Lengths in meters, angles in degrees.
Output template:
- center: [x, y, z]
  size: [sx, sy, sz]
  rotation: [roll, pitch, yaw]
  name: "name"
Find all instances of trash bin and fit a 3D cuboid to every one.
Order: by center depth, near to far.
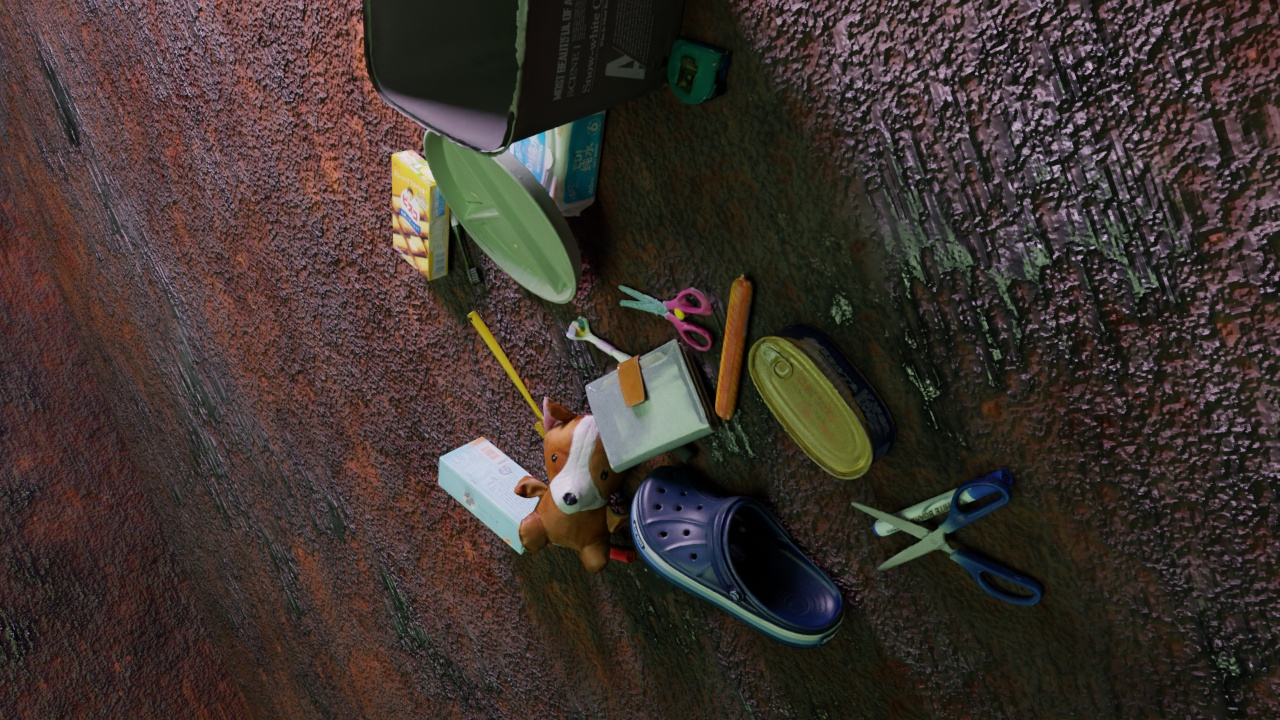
- center: [-0.088, -0.302, 0.776]
  size: [0.199, 0.219, 0.199]
  rotation: [33, 129, 30]
  name: "trash bin"

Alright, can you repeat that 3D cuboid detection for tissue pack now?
- center: [-0.091, -0.221, 0.931]
  size: [0.090, 0.063, 0.140]
  rotation: [33, 129, 31]
  name: "tissue pack"

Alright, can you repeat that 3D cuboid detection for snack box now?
- center: [-0.274, -0.180, 1.142]
  size: [0.087, 0.033, 0.141]
  rotation: [41, 136, 30]
  name: "snack box"
- center: [-0.184, 0.175, 1.205]
  size: [0.175, 0.074, 0.052]
  rotation: [33, 130, 30]
  name: "snack box"

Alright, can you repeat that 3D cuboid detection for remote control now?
- center: [0.036, 0.218, 1.048]
  size: [0.053, 0.024, 0.137]
  rotation: [41, 134, 21]
  name: "remote control"

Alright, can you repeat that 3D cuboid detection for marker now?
- center: [0.257, 0.125, 0.793]
  size: [0.146, 0.016, 0.017]
  rotation: [-38, 81, 47]
  name: "marker"
- center: [0.010, 0.064, 1.002]
  size: [0.132, 0.022, 0.020]
  rotation: [41, 140, 24]
  name: "marker"
- center: [-0.064, 0.236, 1.160]
  size: [0.145, 0.017, 0.017]
  rotation: [2, 111, 44]
  name: "marker"

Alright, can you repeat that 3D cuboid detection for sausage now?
- center: [0.090, -0.009, 0.888]
  size: [0.021, 0.021, 0.165]
  rotation: [27, 126, 33]
  name: "sausage"

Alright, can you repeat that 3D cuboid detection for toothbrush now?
- center: [-0.006, 0.006, 0.991]
  size: [0.189, 0.029, 0.020]
  rotation: [33, 172, 28]
  name: "toothbrush"
- center: [-0.229, -0.181, 1.124]
  size: [0.017, 0.012, 0.186]
  rotation: [-9, 103, 40]
  name: "toothbrush"
- center: [-0.164, 0.018, 1.153]
  size: [0.190, 0.016, 0.016]
  rotation: [56, 136, 9]
  name: "toothbrush"

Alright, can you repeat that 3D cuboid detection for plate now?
- center: [-0.144, -0.157, 0.978]
  size: [0.230, 0.027, 0.230]
  rotation: [39, 159, 17]
  name: "plate"

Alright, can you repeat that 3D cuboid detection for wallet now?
- center: [0.006, 0.047, 0.954]
  size: [0.130, 0.036, 0.106]
  rotation: [-26, 80, 30]
  name: "wallet"

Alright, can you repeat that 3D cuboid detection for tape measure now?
- center: [0.049, -0.254, 0.808]
  size: [0.058, 0.025, 0.055]
  rotation: [30, 127, 32]
  name: "tape measure"

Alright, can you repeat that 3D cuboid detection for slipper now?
- center: [0.091, 0.189, 0.919]
  size: [0.253, 0.104, 0.095]
  rotation: [34, 137, 25]
  name: "slipper"

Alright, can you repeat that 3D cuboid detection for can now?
- center: [0.162, 0.034, 0.818]
  size: [0.148, 0.049, 0.075]
  rotation: [52, 136, 13]
  name: "can"

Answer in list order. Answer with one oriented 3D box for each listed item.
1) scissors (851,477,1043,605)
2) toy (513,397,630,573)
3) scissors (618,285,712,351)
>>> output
- center: [0.265, 0.153, 0.785]
  size: [0.176, 0.012, 0.163]
  rotation: [31, 135, 20]
  name: "scissors"
- center: [-0.073, 0.145, 1.054]
  size: [0.140, 0.130, 0.200]
  rotation: [17, 115, 1]
  name: "toy"
- center: [0.025, -0.044, 0.943]
  size: [0.138, 0.017, 0.077]
  rotation: [10, 125, 46]
  name: "scissors"
